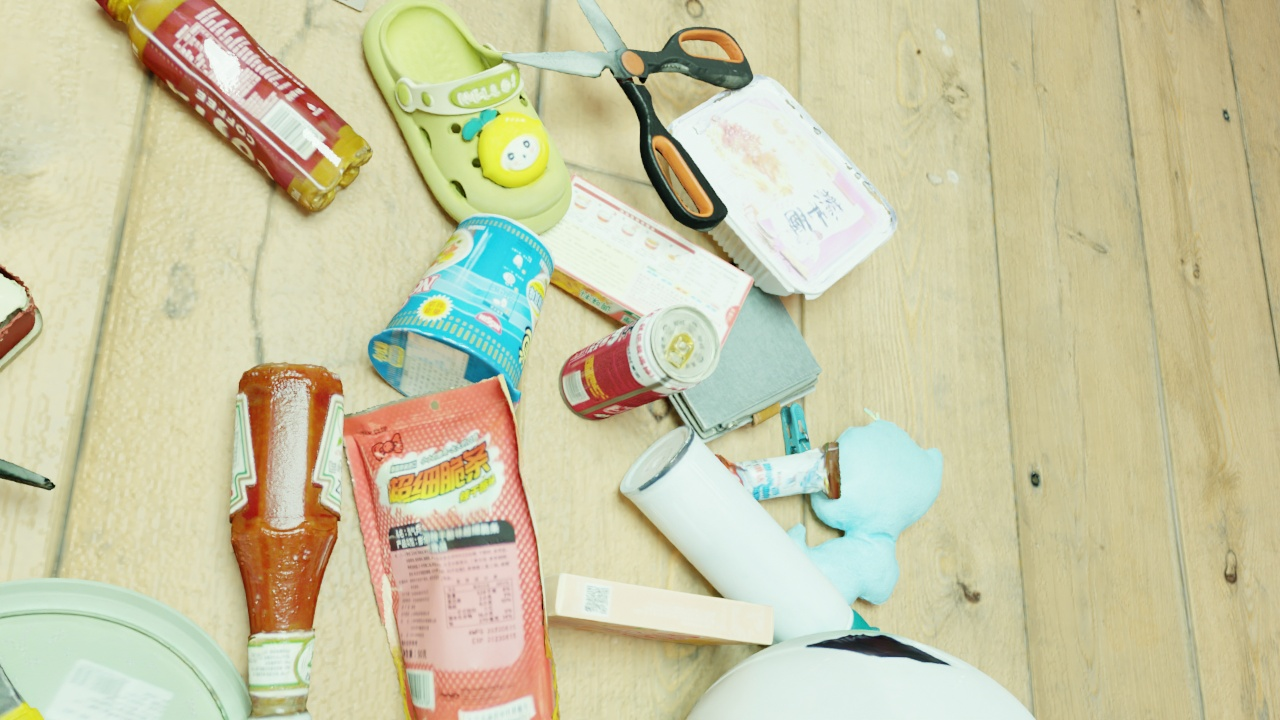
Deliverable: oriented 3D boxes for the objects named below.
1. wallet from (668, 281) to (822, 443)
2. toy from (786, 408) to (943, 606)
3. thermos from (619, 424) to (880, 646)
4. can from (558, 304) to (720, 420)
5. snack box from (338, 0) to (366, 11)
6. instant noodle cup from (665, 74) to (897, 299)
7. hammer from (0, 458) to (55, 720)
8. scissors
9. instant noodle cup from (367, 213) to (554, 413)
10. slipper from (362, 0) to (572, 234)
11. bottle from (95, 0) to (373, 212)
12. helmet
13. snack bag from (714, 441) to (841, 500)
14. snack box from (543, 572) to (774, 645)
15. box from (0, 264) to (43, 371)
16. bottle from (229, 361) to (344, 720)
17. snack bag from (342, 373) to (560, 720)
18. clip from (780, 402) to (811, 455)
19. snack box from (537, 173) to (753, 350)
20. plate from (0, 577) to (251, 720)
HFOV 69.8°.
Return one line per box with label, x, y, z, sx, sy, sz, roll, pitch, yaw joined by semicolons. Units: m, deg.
wallet;0.071;0.001;0.709;0.129;0.037;0.106;-23;78;-33
toy;0.180;0.117;0.734;0.161;0.050;0.156;-6;87;-21
thermos;0.082;0.150;0.659;0.224;0.073;0.073;48;60;-10
can;-0.004;0.004;0.608;0.053;0.133;0.053;8;74;-28
snack box;-0.248;-0.305;0.609;0.156;0.027;0.084;19;69;-24
instant noodle cup;0.103;-0.130;0.729;0.137;0.060;0.173;-37;85;-31
hammer;-0.287;0.184;0.430;0.125;0.032;0.323;-30;93;-31
scissors;0.004;-0.191;0.650;0.229;0.022;0.221;-12;79;-39
instant noodle cup;-0.105;-0.031;0.589;0.099;0.099;0.109;32;56;-19
slipper;-0.116;-0.170;0.613;0.091;0.082;0.190;-33;89;-19
bottle;-0.247;-0.170;0.557;0.175;0.058;0.057;44;61;-13
helmet;0.125;0.255;0.575;0.229;0.259;0.145;35;25;-35
snack bag;0.103;0.089;0.697;0.104;0.026;0.048;-4;90;-5
snack box;0.000;0.165;0.599;0.157;0.085;0.026;16;67;-25
box;-0.387;-0.053;0.437;0.168;0.078;0.091;41;62;-15
bottle;-0.198;0.105;0.513;0.059;0.060;0.206;5;73;-29
snack bag;-0.110;0.120;0.538;0.073;0.129;0.208;-3;80;-66
clip;0.125;0.062;0.732;0.014;0.046;0.057;-3;75;-28
snack box;-0.001;-0.065;0.668;0.156;0.027;0.076;30;64;-5
plate;-0.303;0.223;0.446;0.230;0.028;0.230;8;74;-29
